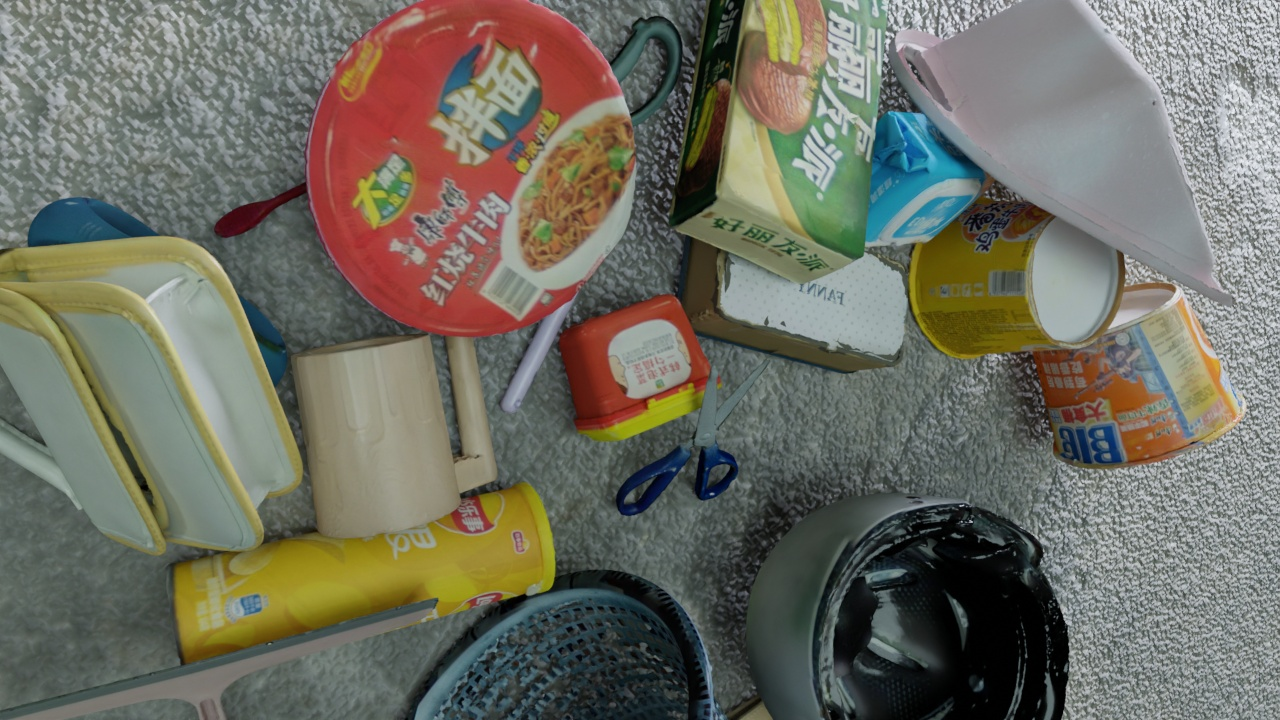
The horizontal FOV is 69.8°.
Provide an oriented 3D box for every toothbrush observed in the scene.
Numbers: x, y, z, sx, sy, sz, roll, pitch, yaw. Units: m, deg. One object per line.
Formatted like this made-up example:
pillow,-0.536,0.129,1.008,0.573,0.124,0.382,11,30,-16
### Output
toothbrush,-0.049,-0.051,0.614,0.029,0.021,0.189,33,81,-57
toothbrush,-0.166,-0.121,0.547,0.187,0.017,0.016,-33,112,-17

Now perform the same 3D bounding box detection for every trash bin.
trash bin,-0.014,0.279,0.573,0.226,0.227,0.195,-46,124,-14

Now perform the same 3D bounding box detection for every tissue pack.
tissue pack,0.194,-0.127,0.659,0.139,0.090,0.063,-11,63,-45

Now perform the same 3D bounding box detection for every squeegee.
squeegee,-0.235,0.251,0.525,0.247,0.040,0.250,-10,119,-23

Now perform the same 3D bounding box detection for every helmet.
helmet,0.179,0.206,0.675,0.274,0.157,0.229,34,76,-35

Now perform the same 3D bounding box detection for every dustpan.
dustpan,0.307,-0.160,0.701,0.139,0.222,0.273,-27,129,21

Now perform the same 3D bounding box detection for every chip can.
chip can,-0.162,0.129,0.551,0.213,0.072,0.072,-9,99,-24

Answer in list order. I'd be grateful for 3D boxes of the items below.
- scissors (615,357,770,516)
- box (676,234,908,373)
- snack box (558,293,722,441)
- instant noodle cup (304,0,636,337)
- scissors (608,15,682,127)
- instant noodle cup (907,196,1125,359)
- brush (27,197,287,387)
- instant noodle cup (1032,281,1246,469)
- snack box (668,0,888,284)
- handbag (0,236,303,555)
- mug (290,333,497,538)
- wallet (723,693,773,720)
scissors,0.044,0.057,0.619,0.166,0.012,0.156,-38,145,20
box,0.108,-0.048,0.662,0.184,0.059,0.089,15,77,-24
snack box,-0.004,0.004,0.609,0.091,0.082,0.080,-20,94,-23
instant noodle cup,-0.100,-0.112,0.537,0.193,0.066,0.194,-11,114,-27
scissors,-0.046,-0.198,0.597,0.179,0.019,0.170,-16,102,-21
instant noodle cup,0.303,-0.067,0.730,0.137,0.110,0.138,-2,95,-26
brush,-0.251,-0.031,0.487,0.144,0.074,0.055,43,63,-25
instant noodle cup,0.407,0.008,0.774,0.151,0.151,0.111,-28,99,-21
snack box,0.097,-0.182,0.610,0.114,0.063,0.239,20,69,-26
handbag,-0.279,0.025,0.459,0.179,0.063,0.163,-1,124,10
mug,-0.142,0.038,0.552,0.124,0.084,0.103,-16,102,-48
wallet,0.107,0.316,0.726,0.087,0.024,0.115,-26,105,-16
